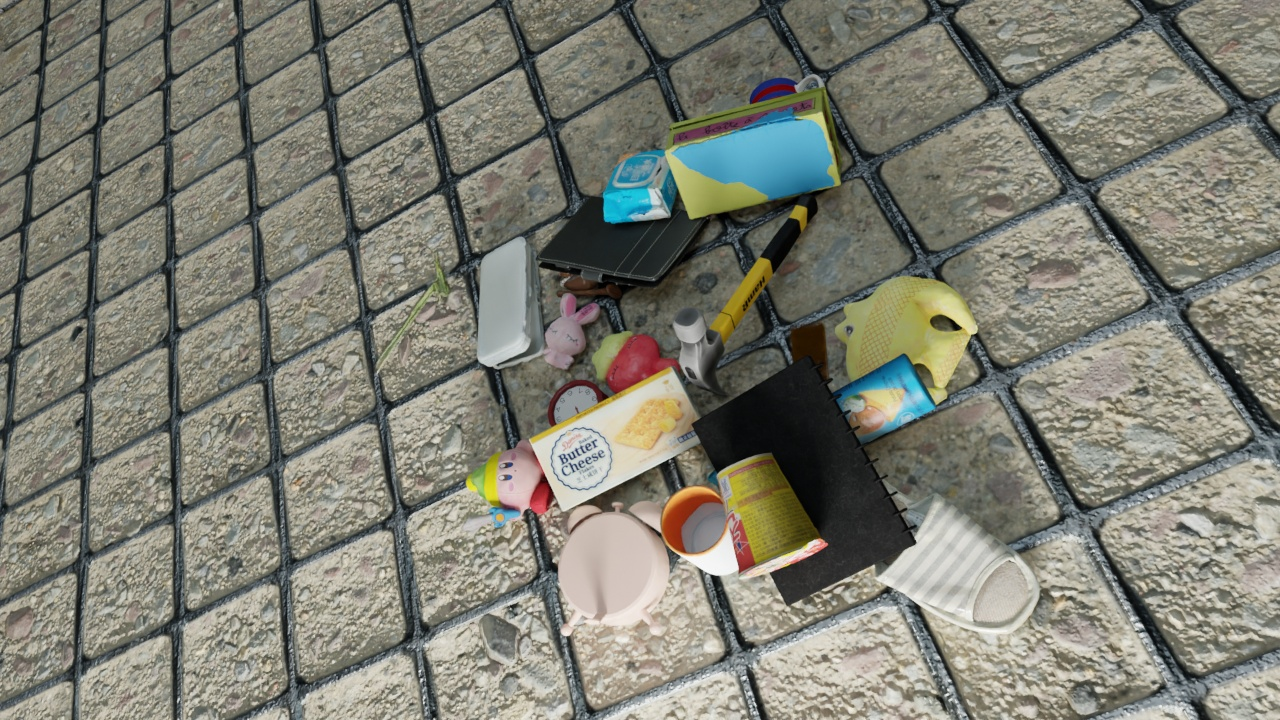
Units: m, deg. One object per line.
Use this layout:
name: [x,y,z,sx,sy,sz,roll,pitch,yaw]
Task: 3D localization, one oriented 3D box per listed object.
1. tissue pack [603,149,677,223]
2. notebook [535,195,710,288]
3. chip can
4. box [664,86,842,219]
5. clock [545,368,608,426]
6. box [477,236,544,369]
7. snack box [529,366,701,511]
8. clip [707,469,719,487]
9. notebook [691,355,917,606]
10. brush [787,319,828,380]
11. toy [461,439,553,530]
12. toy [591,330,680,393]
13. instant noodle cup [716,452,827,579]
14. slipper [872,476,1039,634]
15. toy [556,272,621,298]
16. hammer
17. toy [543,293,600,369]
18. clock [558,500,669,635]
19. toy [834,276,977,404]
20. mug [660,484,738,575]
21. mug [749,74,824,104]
tissue pack: [0.004,-0.254,1.329,0.093,0.062,0.144,-2,44,19]
notebook: [-0.028,-0.171,1.318,0.209,0.029,0.169,12,51,32]
chip can: [0.220,0.077,1.059,0.230,0.079,0.079,-31,56,19]
box: [0.156,-0.280,1.251,0.221,0.124,0.079,-12,39,20]
clock: [-0.076,0.079,1.233,0.087,0.044,0.124,-31,56,8]
box: [-0.199,-0.090,1.371,0.118,0.063,0.213,-16,61,19]
snack box: [-0.026,0.098,1.162,0.208,0.057,0.104,-27,83,4]
clip: [0.110,0.107,1.132,0.033,0.120,0.119,22,109,32]
notebook: [0.180,0.131,1.019,0.169,0.019,0.231,-33,76,21]
brush: [0.213,0.011,1.151,0.048,0.017,0.126,-9,62,20]
toy: [-0.179,0.169,1.228,0.131,0.097,0.124,1,71,5]
toy: [-0.007,0.007,1.236,0.135,0.045,0.091,27,82,35]
instant noodle cup: [0.131,0.165,0.986,0.100,0.100,0.112,-26,69,11]
slipper: [0.297,0.196,1.003,0.273,0.054,0.114,30,86,34]
toy: [-0.078,-0.116,1.333,0.102,0.041,0.054,-1,78,30]
hammer: [0.148,-0.097,1.181,0.034,0.170,0.323,20,61,31]
toy: [-0.102,-0.043,1.305,0.063,0.047,0.109,14,69,20]
clock: [-0.037,0.248,1.114,0.131,0.086,0.160,-7,57,21]
toy: [0.310,-0.023,1.099,0.155,0.064,0.170,23,84,20]
mug: [0.079,0.199,1.067,0.082,0.105,0.082,-10,62,20]
mug: [0.211,-0.352,1.289,0.112,0.075,0.076,-27,55,34]
